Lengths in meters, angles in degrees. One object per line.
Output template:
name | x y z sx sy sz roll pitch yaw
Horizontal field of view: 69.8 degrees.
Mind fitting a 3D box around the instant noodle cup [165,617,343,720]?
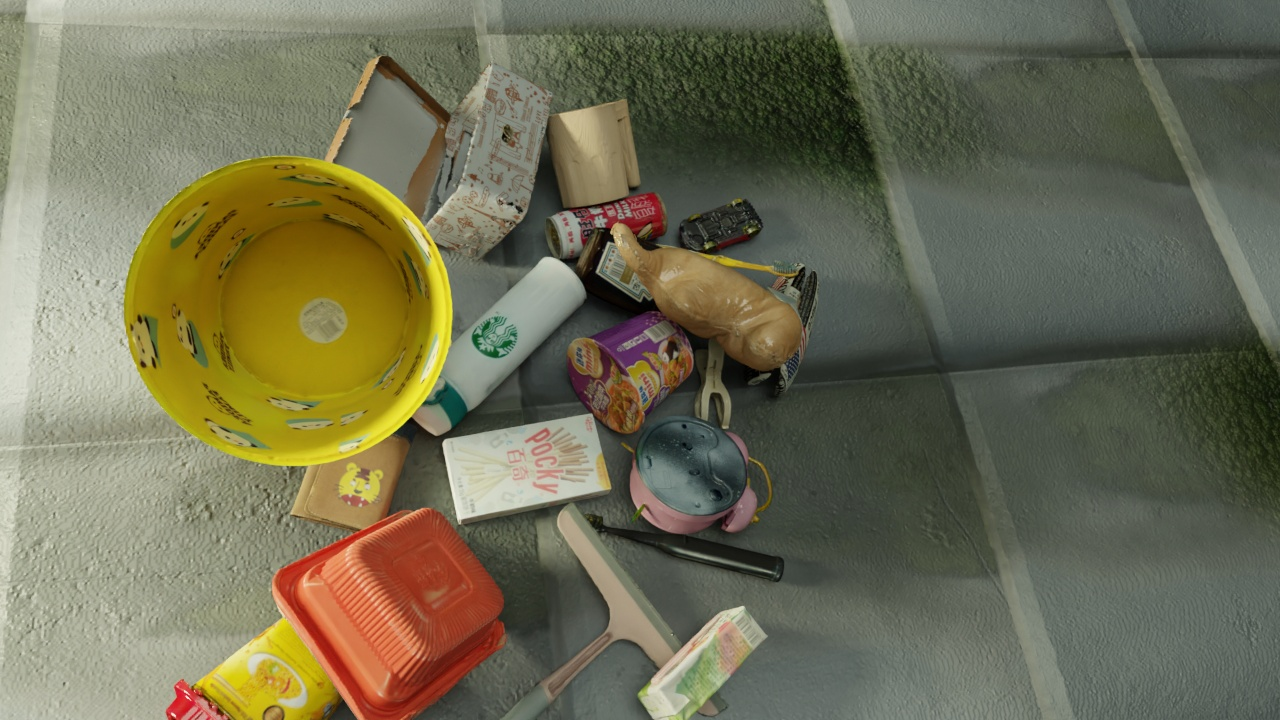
instant noodle cup | -0.306 0.282 0.763 0.116 0.116 0.123 40 52 6

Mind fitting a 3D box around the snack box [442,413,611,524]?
snack box | -0.115 0.108 0.929 0.156 0.027 0.084 -10 69 -17

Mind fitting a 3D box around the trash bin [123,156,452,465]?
trash bin | -0.290 -0.043 0.797 0.229 0.255 0.229 -1 94 -16

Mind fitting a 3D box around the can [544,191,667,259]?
can | -0.039 -0.154 1.049 0.132 0.053 0.053 -16 71 -20

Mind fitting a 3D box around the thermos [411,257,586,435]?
thermos | -0.152 -0.015 0.949 0.073 0.073 0.223 40 64 6

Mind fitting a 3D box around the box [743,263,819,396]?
box | 0.176 -0.033 1.041 0.081 0.075 0.163 29 60 -10

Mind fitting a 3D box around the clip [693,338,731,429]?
clip | 0.079 0.027 1.001 0.034 0.062 0.097 3 77 -12

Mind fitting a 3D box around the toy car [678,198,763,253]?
toy car | 0.094 -0.158 1.095 0.106 0.031 0.049 -22 72 -23

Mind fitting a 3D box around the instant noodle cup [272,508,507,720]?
instant noodle cup | -0.198 0.205 0.794 0.164 0.079 0.188 49 27 9

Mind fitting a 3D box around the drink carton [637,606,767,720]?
drink carton | 0.057 0.282 0.853 0.122 0.054 0.045 -34 84 -31

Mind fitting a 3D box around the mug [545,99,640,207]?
mug | -0.049 -0.239 1.055 0.124 0.084 0.103 -29 115 -47

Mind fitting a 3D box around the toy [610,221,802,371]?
toy | 0.064 -0.069 0.946 0.226 0.143 0.082 31 103 -2

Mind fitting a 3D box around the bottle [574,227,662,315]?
bottle | 0.025 -0.082 1.021 0.194 0.044 0.080 21 92 -16

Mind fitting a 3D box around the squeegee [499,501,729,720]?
squeegee | -0.083 0.301 0.837 0.248 0.040 0.247 -35 86 -32

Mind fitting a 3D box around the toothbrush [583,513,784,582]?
toothbrush | 0.042 0.188 0.930 0.212 0.027 0.026 15 37 -7

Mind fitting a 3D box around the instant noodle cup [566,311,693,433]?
instant noodle cup | -0.006 0.006 0.962 0.099 0.112 0.111 -33 77 -34

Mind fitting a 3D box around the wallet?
wallet | -0.277 0.105 0.889 0.090 0.033 0.115 16 67 -7

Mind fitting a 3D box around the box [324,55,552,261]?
box | -0.222 -0.233 0.980 0.192 0.157 0.182 23 60 -28

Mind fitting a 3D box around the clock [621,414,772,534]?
clock | 0.062 0.120 0.937 0.158 0.060 0.117 4 51 -15

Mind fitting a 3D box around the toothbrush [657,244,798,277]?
toothbrush | 0.086 -0.118 1.052 0.191 0.018 0.016 11 60 13
